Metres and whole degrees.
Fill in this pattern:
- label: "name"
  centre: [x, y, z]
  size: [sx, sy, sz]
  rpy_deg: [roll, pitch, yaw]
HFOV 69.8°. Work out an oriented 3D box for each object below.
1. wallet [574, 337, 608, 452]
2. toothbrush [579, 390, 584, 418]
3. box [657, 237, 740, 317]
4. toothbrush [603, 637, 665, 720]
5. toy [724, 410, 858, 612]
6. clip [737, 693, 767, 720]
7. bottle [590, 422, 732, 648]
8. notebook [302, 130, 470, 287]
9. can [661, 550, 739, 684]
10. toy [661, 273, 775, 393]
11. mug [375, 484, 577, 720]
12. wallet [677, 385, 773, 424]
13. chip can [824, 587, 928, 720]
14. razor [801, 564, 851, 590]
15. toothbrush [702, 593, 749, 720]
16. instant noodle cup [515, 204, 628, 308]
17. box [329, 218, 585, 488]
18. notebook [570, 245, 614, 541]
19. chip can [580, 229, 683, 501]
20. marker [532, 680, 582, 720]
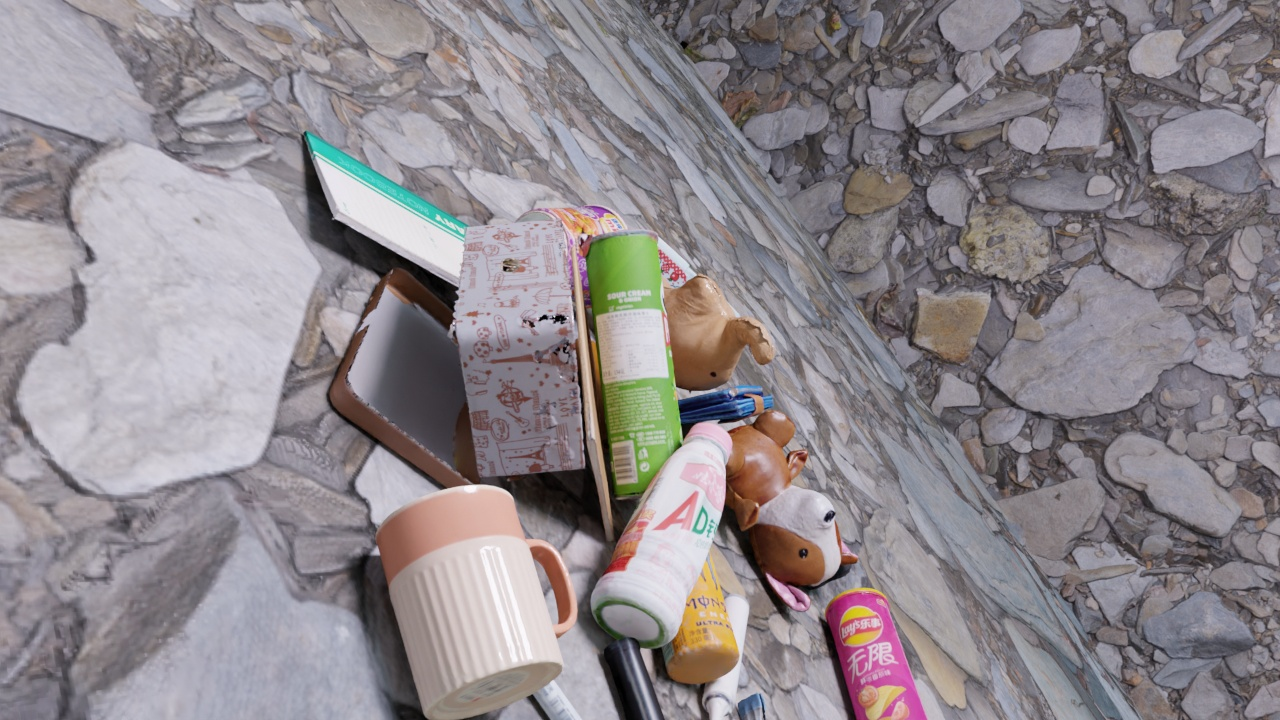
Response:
- label: "wallet"
  centre: [-0.012, 0.047, 0.917]
  size: [0.119, 0.035, 0.130]
  rpy_deg: [33, 29, -43]
- label: "toothbrush"
  centre: [-0.107, -0.025, 0.859]
  size: [0.191, 0.018, 0.016]
  rpy_deg: [54, 19, 4]
- label: "box"
  centre: [0.039, -0.084, 1.158]
  size: [0.201, 0.100, 0.095]
  rpy_deg: [39, 25, -33]
- label: "toothbrush"
  centre: [0.022, 0.285, 0.601]
  size: [0.026, 0.027, 0.212]
  rpy_deg: [90, -21, -55]
- label: "toy"
  centre: [0.151, 0.155, 0.973]
  size: [0.139, 0.131, 0.199]
  rpy_deg: [-25, 86, -34]
- label: "clip"
  centre: [0.094, 0.299, 0.741]
  size: [0.028, 0.024, 0.056]
  rpy_deg: [26, 38, -42]
- label: "bottle"
  centre: [0.027, 0.129, 0.724]
  size: [0.068, 0.068, 0.196]
  rpy_deg: [46, 43, -15]
- label: "notebook"
  centre: [-0.190, -0.113, 0.799]
  size: [0.209, 0.012, 0.150]
  rpy_deg: [30, 19, -44]
- label: "can"
  centre: [0.036, 0.186, 0.750]
  size: [0.058, 0.058, 0.145]
  rpy_deg: [36, 26, -37]
- label: "toy"
  centre: [0.052, -0.028, 0.975]
  size: [0.226, 0.144, 0.082]
  rpy_deg: [23, 47, 32]
- label: "mug"
  centre: [-0.086, 0.138, 0.528]
  size: [0.114, 0.082, 0.105]
  rpy_deg: [10, 46, -45]
- label: "wallet"
  centre: [0.082, 0.052, 1.023]
  size: [0.133, 0.106, 0.040]
  rpy_deg: [-4, 85, -66]
- label: "chip can"
  centre: [0.246, 0.335, 0.934]
  size: [0.071, 0.071, 0.210]
  rpy_deg: [41, 23, -27]
- label: "razor"
  centre: [0.182, 0.194, 1.078]
  size: [0.068, 0.062, 0.167]
  rpy_deg: [75, -12, -52]
- label: "toothbrush"
  centre: [0.066, 0.259, 0.740]
  size: [0.027, 0.026, 0.220]
  rpy_deg: [14, 20, 6]
- label: "instant noodle cup"
  centre: [-0.078, -0.111, 0.951]
  size: [0.099, 0.112, 0.111]
  rpy_deg: [-3, 57, -57]
- label: "box"
  centre: [-0.131, -0.003, 0.677]
  size: [0.181, 0.168, 0.151]
  rpy_deg: [-102, -171, -58]
- label: "notebook"
  centre: [-0.041, 0.026, 0.771]
  size: [0.148, 0.008, 0.207]
  rpy_deg: [84, -1, -49]
- label: "chip can"
  centre: [-0.005, 0.005, 0.822]
  size: [0.072, 0.072, 0.236]
  rpy_deg: [7, 74, -63]
- label: "marker"
  centre: [-0.073, 0.188, 0.575]
  size: [0.146, 0.017, 0.016]
  rpy_deg: [53, 20, 4]
